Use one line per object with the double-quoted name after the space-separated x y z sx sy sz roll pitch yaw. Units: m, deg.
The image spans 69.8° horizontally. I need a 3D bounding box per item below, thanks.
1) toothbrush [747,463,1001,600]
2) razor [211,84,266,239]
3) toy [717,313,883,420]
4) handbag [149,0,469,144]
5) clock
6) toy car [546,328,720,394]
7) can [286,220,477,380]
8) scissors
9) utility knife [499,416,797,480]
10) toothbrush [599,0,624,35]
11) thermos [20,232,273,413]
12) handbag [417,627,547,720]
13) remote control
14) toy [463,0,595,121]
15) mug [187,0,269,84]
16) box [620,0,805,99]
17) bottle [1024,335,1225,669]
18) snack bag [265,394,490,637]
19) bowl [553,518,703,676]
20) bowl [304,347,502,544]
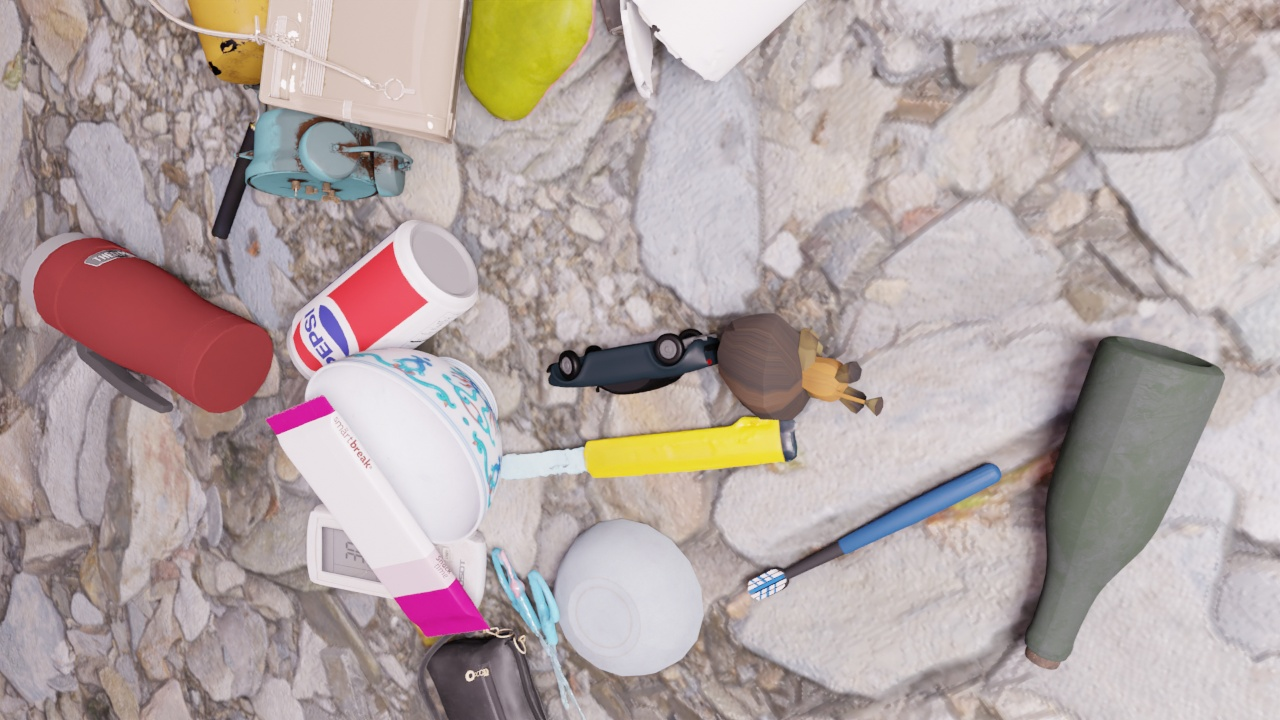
0.132 0.101 0.534 0.168 0.014 0.014 -35 71 27 "toothbrush"
-0.306 -0.158 0.707 0.144 0.022 0.042 -64 28 25 "razor"
0.091 0.008 0.513 0.100 0.062 0.076 18 143 38 "toy"
-0.204 -0.238 0.557 0.198 0.062 0.176 7 98 -9 "handbag"
-0.211 -0.138 0.624 0.124 0.090 0.053 -2 88 27 "clock"
-0.003 0.003 0.567 0.112 0.046 0.034 -9 92 26 "toy car"
-0.179 -0.035 0.634 0.132 0.070 0.070 -32 84 27 "can"
-0.061 0.186 0.622 0.140 0.015 0.111 57 152 5 "scissors"
-0.006 0.060 0.593 0.224 0.019 0.030 -8 89 23 "utility knife"
-0.027 -0.288 0.544 0.024 0.022 0.185 -11 92 -3 "toothbrush"
-0.401 -0.022 0.741 0.199 0.083 0.108 25 108 19 "thermos"
-0.102 0.250 0.656 0.079 0.054 0.128 -24 85 24 "handbag"
-0.179 0.144 0.674 0.138 0.025 0.060 8 105 10 "remote control"
-0.074 -0.202 0.564 0.090 0.051 0.110 44 117 16 "toy"
-0.243 -0.250 0.620 0.124 0.100 0.094 -17 93 -1 "mug"
0.035 -0.202 0.492 0.144 0.089 0.080 -40 43 28 "box"
0.229 0.077 0.459 0.055 0.055 0.174 20 108 22 "bottle"
-0.177 0.111 0.623 0.070 0.016 0.196 -19 109 35 "snack bag"
-0.015 0.161 0.603 0.106 0.039 0.106 5 101 26 "bowl"
-0.144 0.044 0.617 0.144 0.074 0.144 18 130 22 "bowl"
